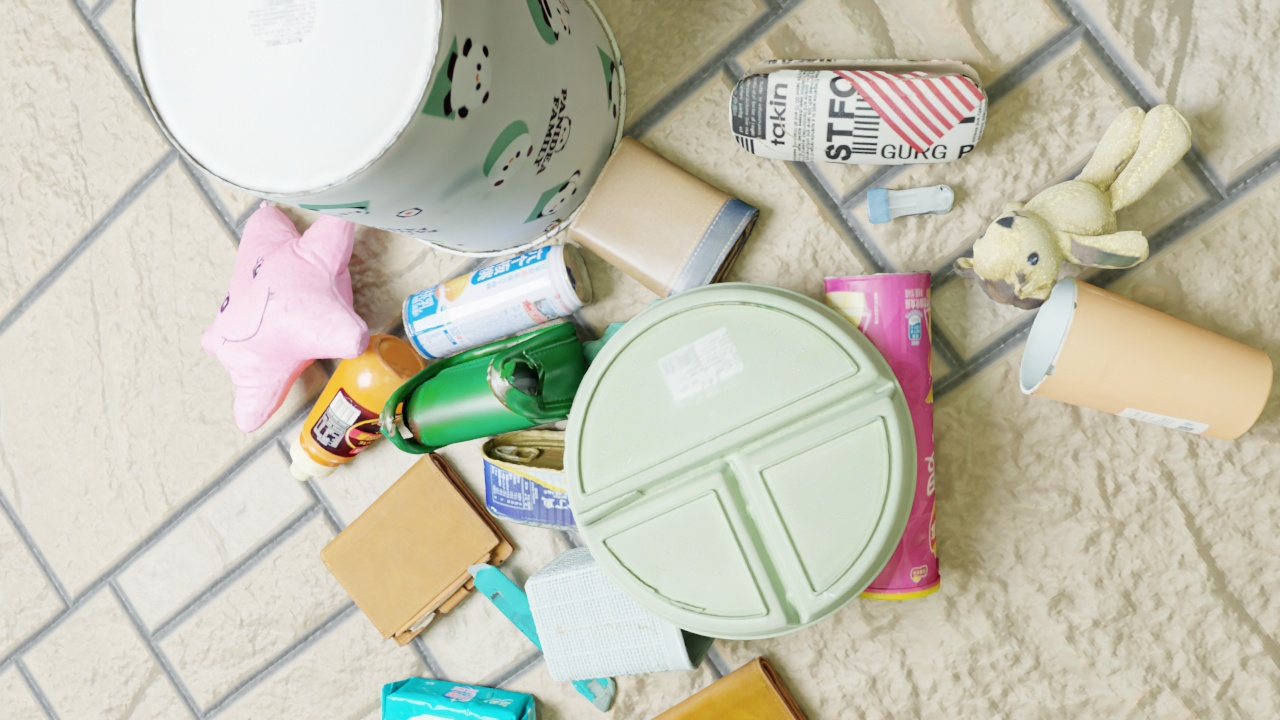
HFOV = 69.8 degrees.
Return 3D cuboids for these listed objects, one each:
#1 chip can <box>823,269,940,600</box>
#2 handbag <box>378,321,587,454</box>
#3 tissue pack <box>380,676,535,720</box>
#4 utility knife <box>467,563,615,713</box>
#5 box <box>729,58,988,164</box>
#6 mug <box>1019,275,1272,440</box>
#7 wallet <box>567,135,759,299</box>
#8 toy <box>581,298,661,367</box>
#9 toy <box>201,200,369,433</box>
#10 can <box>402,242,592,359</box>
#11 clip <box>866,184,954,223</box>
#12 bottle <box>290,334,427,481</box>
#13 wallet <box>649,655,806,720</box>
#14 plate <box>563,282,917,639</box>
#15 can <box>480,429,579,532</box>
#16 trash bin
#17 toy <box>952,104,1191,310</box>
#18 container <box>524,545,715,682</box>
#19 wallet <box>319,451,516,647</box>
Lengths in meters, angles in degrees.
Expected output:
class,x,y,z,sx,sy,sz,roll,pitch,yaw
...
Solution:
class,x,y,z,sx,sy,sz,roll,pitch,yaw
chip can,0.160,0.047,0.611,0.071,0.071,0.210,-2,95,15
handbag,-0.106,0.020,0.654,0.132,0.120,0.068,-14,92,26
tissue pack,-0.148,0.308,0.732,0.133,0.050,0.093,3,97,15
utility knife,-0.075,0.213,0.710,0.029,0.013,0.157,-44,93,9
box,0.144,-0.168,0.613,0.163,0.082,0.075,2,130,14
mug,0.310,0.003,0.566,0.123,0.078,0.078,19,100,8
wallet,0.015,-0.096,0.659,0.115,0.033,0.090,33,100,11
toy,-0.004,0.004,0.666,0.096,0.030,0.092,-47,62,3
toy,-0.288,-0.045,0.723,0.195,0.074,0.178,-30,65,28
can,-0.106,-0.044,0.684,0.135,0.053,0.053,-17,91,16
clip,0.182,-0.107,0.619,0.058,0.038,0.026,-5,92,17
bottle,-0.231,0.045,0.726,0.150,0.066,0.067,-44,83,22
wallet,0.070,0.301,0.679,0.131,0.035,0.119,-36,85,17
plate,0.056,0.062,0.581,0.230,0.027,0.230,-1,85,16
can,-0.044,0.087,0.668,0.148,0.074,0.049,3,107,14
trash bin,-0.151,-0.182,0.581,0.230,0.251,0.229,1,96,14
toy,0.265,-0.095,0.557,0.157,0.066,0.105,-43,39,-6
container,-0.014,0.174,0.664,0.112,0.090,0.090,-15,91,19
wallet,-0.179,0.153,0.734,0.132,0.031,0.108,-42,85,12
